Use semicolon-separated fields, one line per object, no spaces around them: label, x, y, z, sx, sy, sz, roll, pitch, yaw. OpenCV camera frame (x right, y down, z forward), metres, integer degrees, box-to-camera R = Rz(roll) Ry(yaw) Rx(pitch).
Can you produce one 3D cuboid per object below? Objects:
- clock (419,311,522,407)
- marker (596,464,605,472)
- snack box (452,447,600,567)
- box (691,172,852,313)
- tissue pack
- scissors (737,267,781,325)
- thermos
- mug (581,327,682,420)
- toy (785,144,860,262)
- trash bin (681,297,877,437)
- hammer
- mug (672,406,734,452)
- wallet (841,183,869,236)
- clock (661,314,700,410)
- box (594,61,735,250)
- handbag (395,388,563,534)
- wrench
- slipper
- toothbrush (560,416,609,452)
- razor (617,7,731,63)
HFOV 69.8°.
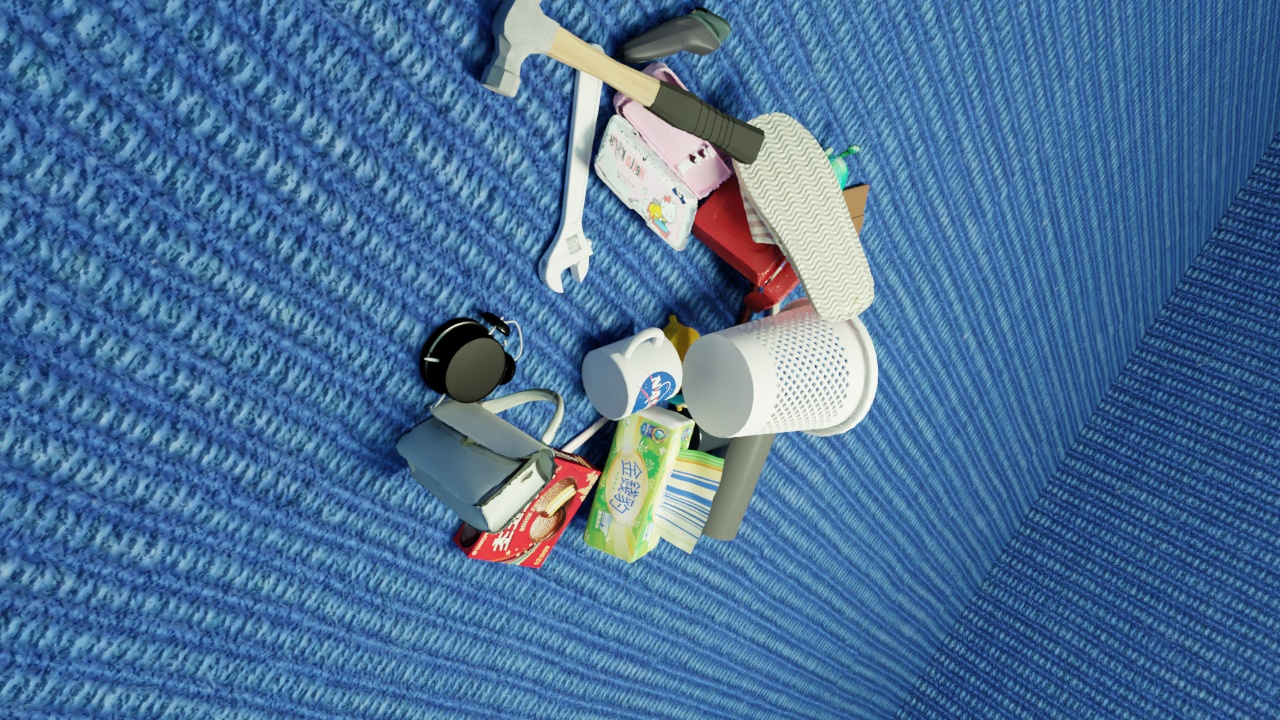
clock;-0.179;-0.003;0.996;0.120;0.042;0.091;-28;132;-32
marker;-0.009;0.149;1.301;0.151;0.011;0.011;1;113;-47
snack box;-0.140;0.182;1.154;0.132;0.036;0.152;25;99;-51
box;0.163;-0.175;1.195;0.170;0.157;0.156;44;81;-7
tissue pack;0.028;0.170;1.213;0.120;0.141;0.198;-19;127;-67
scissors;0.179;-0.106;1.319;0.185;0.015;0.179;-48;140;-1
thermos;0.149;0.153;1.416;0.082;0.082;0.241;2;113;-47
mug;-0.007;0.007;1.140;0.089;0.091;0.122;-21;145;-37
toy;0.255;-0.222;1.301;0.130;0.072;0.194;-22;138;-37
trash bin;0.173;0.020;1.218;0.199;0.195;0.196;-9;121;-38
hammer;-0.001;-0.281;0.943;0.327;0.039;0.131;18;98;-34
mug;0.095;0.086;1.309;0.077;0.071;0.105;-13;155;-42
wallet;0.313;-0.207;1.411;0.087;0.013;0.121;-19;127;-36
clock;0.056;0.005;1.243;0.098;0.044;0.130;-58;135;-26
box;0.027;-0.233;1.059;0.153;0.066;0.201;-53;141;1
handbag;-0.156;0.081;0.994;0.175;0.151;0.074;-41;142;-27
wrench;-0.070;-0.204;1.004;0.066;0.018;0.274;-13;122;-41
slipper;0.191;-0.168;1.100;0.115;0.052;0.263;-29;95;-3
toothbrush;-0.045;0.080;1.215;0.180;0.018;0.016;-38;140;-23
razor;0.035;-0.349;1.003;0.142;0.047;0.052;-28;108;-29
